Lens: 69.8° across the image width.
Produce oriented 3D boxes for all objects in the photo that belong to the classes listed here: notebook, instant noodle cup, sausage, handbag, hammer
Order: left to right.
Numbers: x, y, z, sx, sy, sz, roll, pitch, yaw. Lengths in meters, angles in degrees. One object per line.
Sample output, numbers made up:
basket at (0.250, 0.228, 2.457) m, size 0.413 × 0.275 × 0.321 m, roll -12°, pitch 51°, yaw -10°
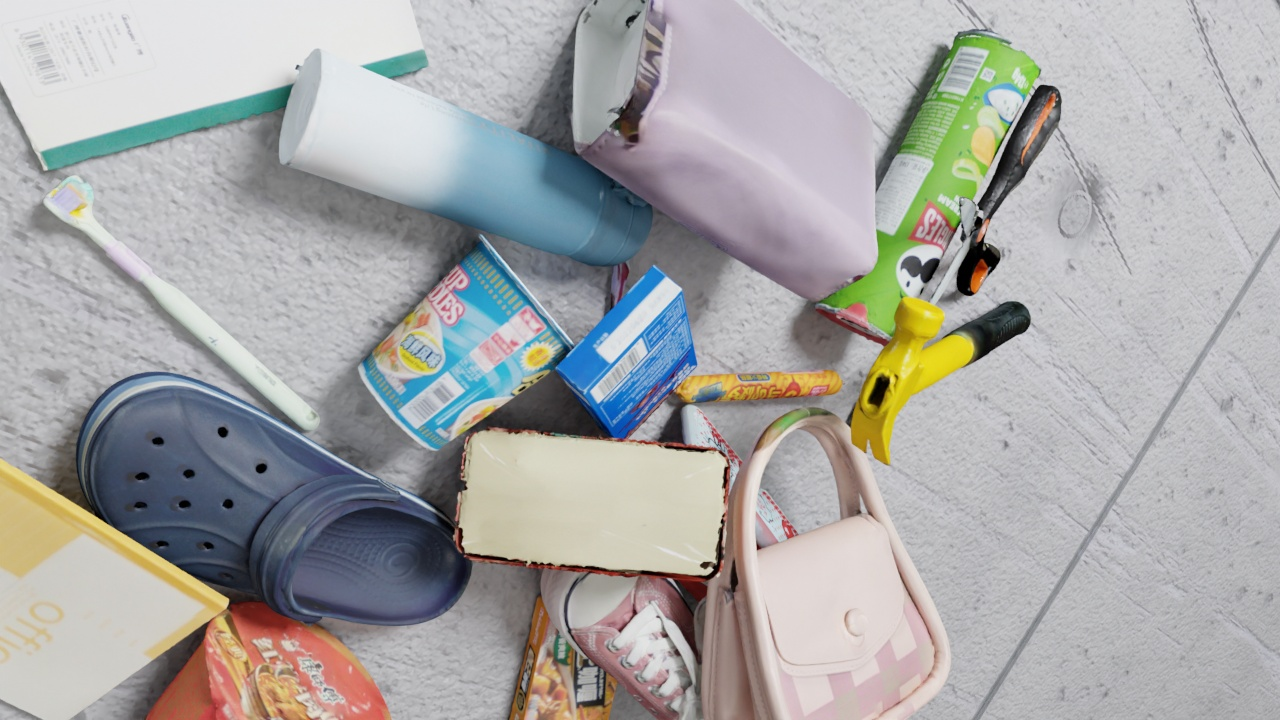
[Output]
notebook at (-0.349, 0.112, 0.481) m, size 0.146 × 0.010 × 0.206 m, roll -34°, pitch 122°, yaw 12°
notebook at (-0.228, -0.199, 0.470) m, size 0.208 × 0.012 × 0.150 m, roll -23°, pitch 118°, yaw -19°
instant noodle cup at (-0.235, 0.231, 0.549) m, size 0.108 × 0.138 × 0.138 m, roll -46°, pitch 122°, yaw 3°
instant noodle cup at (-0.107, -0.004, 0.559) m, size 0.110 × 0.099 × 0.099 m, roll -40°, pitch 121°, yaw -3°
handbag at (0.054, -0.137, 0.569) m, size 0.197 × 0.144 × 0.099 m, roll 27°, pitch 136°, yaw -31°
sausage at (0.094, 0.020, 0.713) m, size 0.165 × 0.021 × 0.021 m, roll -2°, pitch 107°, yaw -28°
handbag at (0.124, 0.150, 0.656) m, size 0.192 × 0.094 × 0.234 m, roll -9°, pitch 90°, yaw -41°
hammer at (0.242, -0.007, 0.706) m, size 0.299 × 0.033 × 0.129 m, roll -19°, pitch 134°, yaw -50°

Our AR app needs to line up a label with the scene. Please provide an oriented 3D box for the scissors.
scissors at (0.264, -0.108, 0.695) m, size 0.221 × 0.022 × 0.233 m, roll -63°, pitch 156°, yaw 2°

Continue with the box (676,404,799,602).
box at (0.071, 0.125, 0.718) m, size 0.201 × 0.096 × 0.100 m, roll 51°, pitch 42°, yaw -32°

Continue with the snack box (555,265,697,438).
snack box at (-0.004, 0.003, 0.597) m, size 0.084 × 0.026 × 0.157 m, roll -46°, pitch 164°, yaw -8°

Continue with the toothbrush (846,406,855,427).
toothbrush at (0.215, -0.021, 0.771) m, size 0.016 × 0.014 × 0.189 m, roll 22°, pitch 95°, yaw -8°

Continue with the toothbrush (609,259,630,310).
toothbrush at (-0.009, -0.068, 0.632) m, size 0.017 × 0.016 × 0.188 m, roll -4°, pitch 109°, yaw -36°

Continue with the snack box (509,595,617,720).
snack box at (-0.057, 0.253, 0.708) m, size 0.075 × 0.026 × 0.154 m, roll 6°, pitch 103°, yaw -30°

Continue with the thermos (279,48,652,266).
thermos at (-0.092, -0.110, 0.538) m, size 0.220 × 0.070 × 0.070 m, roll 14°, pitch 99°, yaw -34°

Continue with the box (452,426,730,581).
box at (-0.028, 0.088, 0.582) m, size 0.168 × 0.077 × 0.091 m, roll 4°, pitch 83°, yaw 5°

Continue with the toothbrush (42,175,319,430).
toothbrush at (-0.248, -0.023, 0.515) m, size 0.020 × 0.029 × 0.189 m, roll -19°, pitch 126°, yaw 26°

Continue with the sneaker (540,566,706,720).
sneaker at (0.018, 0.219, 0.669) m, size 0.118 × 0.088 × 0.241 m, roll -41°, pitch 121°, yaw -13°

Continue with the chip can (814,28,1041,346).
chip can at (0.218, -0.128, 0.700) m, size 0.072 × 0.072 × 0.236 m, roll 25°, pitch 93°, yaw -32°

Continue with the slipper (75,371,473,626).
slipper at (-0.204, 0.103, 0.540) m, size 0.252 × 0.095 × 0.105 m, roll 36°, pitch 85°, yaw -36°
